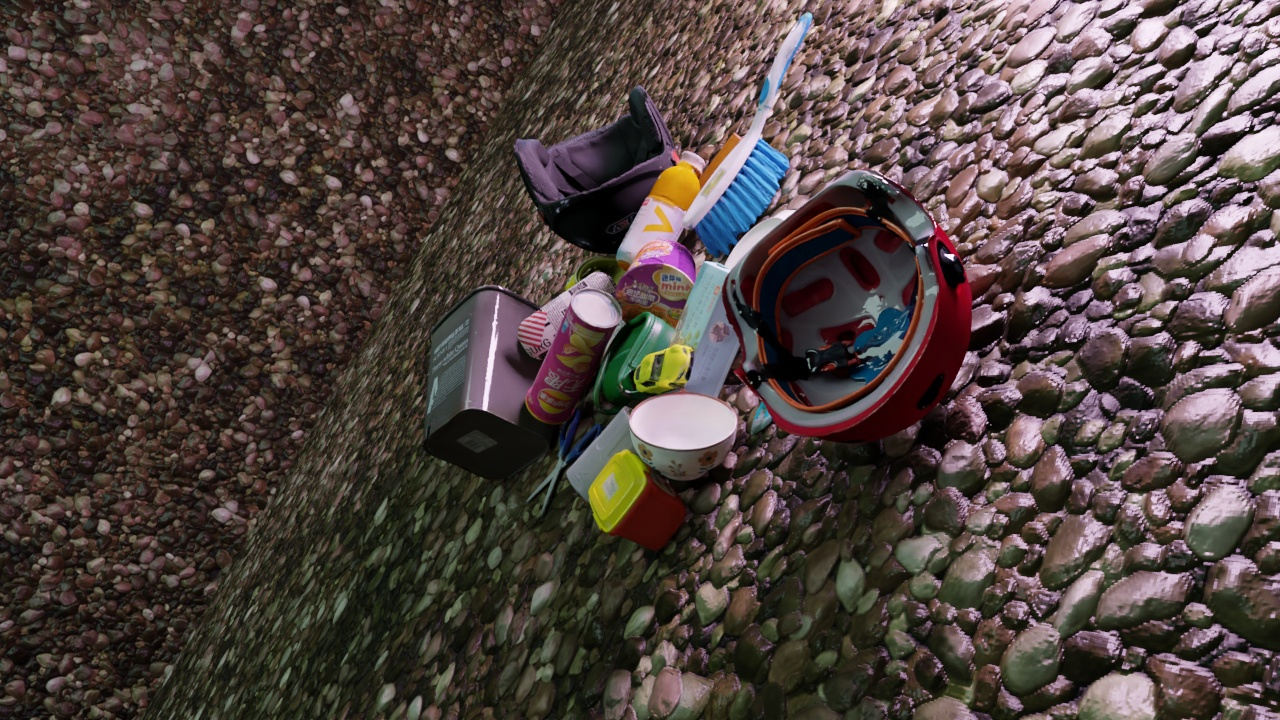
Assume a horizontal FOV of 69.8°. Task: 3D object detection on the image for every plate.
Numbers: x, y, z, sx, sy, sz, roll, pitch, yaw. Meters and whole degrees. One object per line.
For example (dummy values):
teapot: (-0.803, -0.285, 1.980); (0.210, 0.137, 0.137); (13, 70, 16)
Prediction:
plate: (0.145, -0.116, 1.095); (0.164, 0.034, 0.163); (-56, 24, 1)

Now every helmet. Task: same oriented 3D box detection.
helmet: (0.191, -0.027, 0.775); (0.208, 0.143, 0.239); (-40, 43, 33)
helmet: (-0.049, -0.274, 1.418); (0.234, 0.230, 0.274); (-24, 34, 8)

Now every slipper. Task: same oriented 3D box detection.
slipper: (-0.063, -0.129, 1.441); (0.191, 0.081, 0.091); (-14, 45, 53)

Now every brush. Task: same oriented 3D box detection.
brush: (0.157, -0.287, 1.194); (0.315, 0.109, 0.060); (-53, 22, 7)

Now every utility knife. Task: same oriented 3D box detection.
utility knife: (0.158, -0.020, 0.975); (0.029, 0.013, 0.221); (-14, 47, 56)

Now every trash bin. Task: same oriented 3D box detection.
trash bin: (-0.223, 0.042, 1.400); (0.200, 0.198, 0.219); (-36, 37, 37)

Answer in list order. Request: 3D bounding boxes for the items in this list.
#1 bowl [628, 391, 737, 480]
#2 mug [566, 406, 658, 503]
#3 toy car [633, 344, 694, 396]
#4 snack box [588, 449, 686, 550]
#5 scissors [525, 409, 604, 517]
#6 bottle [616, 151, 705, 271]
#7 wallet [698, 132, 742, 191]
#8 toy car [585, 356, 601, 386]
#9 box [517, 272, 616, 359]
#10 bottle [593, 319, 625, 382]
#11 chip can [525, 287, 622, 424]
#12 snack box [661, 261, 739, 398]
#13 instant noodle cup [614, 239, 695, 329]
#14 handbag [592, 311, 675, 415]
bowl: (0.046, 0.086, 0.969); (0.113, 0.113, 0.062); (-108, 13, -60)
mug: (-0.020, 0.114, 1.073); (0.103, 0.083, 0.124); (-51, 0, 9)
toy car: (0.024, 0.010, 1.022); (0.105, 0.032, 0.048); (-19, 56, 59)
snack box: (-0.003, 0.153, 0.976); (0.082, 0.080, 0.091); (-52, 25, 6)
scissors: (-0.104, 0.135, 1.268); (0.176, 0.012, 0.162); (-40, 30, 34)
bottle: (0.033, -0.207, 1.304); (0.189, 0.068, 0.068); (-62, 25, -6)
wallet: (0.114, -0.259, 1.327); (0.131, 0.035, 0.119); (-52, 26, 17)
toy car: (-0.087, 0.011, 1.332); (0.121, 0.045, 0.052); (118, 175, -49)
box: (-0.102, -0.065, 1.324); (0.163, 0.075, 0.081); (-33, -18, -6)
bottle: (-0.015, -0.050, 1.295); (0.080, 0.044, 0.194); (-41, 26, 48)
chip can: (-0.092, -0.002, 1.234); (0.211, 0.071, 0.071); (120, 165, -44)
snack box: (0.073, -0.022, 1.044); (0.175, 0.051, 0.074); (-68, 22, 9)
instant noodle cup: (0.026, -0.103, 1.218); (0.112, 0.111, 0.099); (-41, 21, 30)
handbag: (-0.007, 0.007, 1.145); (0.120, 0.068, 0.132); (-57, 13, -25)
